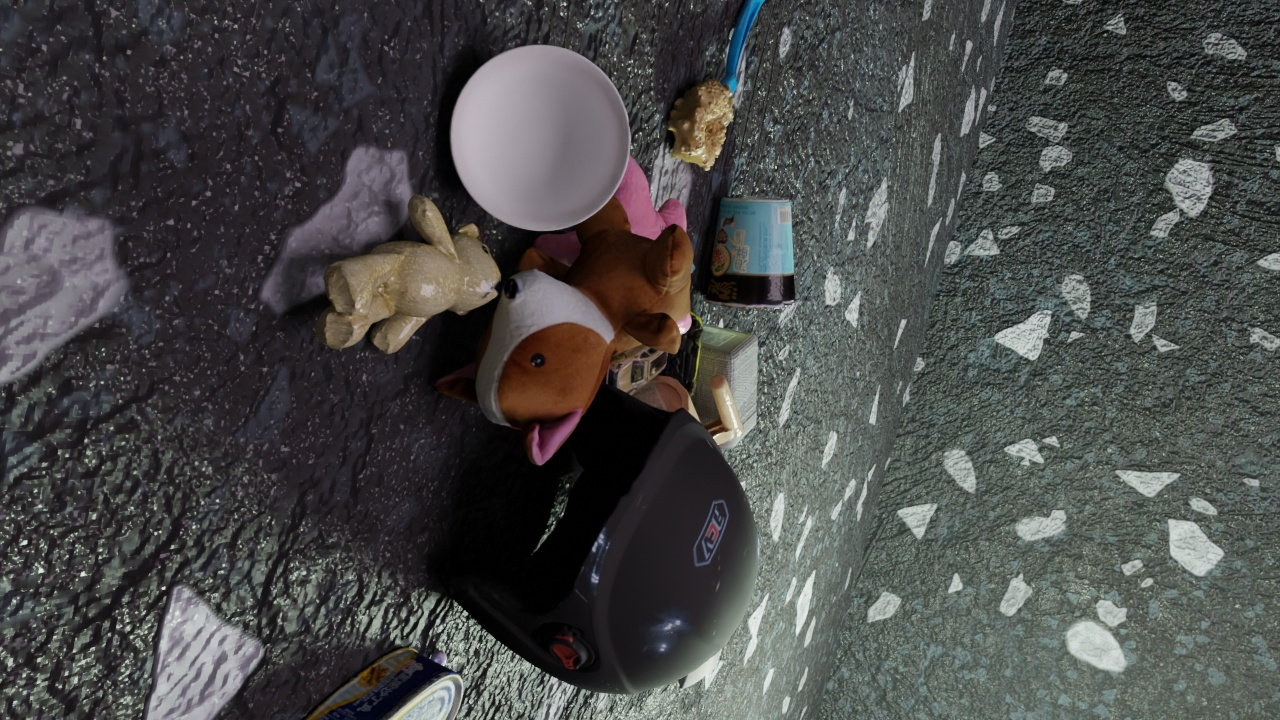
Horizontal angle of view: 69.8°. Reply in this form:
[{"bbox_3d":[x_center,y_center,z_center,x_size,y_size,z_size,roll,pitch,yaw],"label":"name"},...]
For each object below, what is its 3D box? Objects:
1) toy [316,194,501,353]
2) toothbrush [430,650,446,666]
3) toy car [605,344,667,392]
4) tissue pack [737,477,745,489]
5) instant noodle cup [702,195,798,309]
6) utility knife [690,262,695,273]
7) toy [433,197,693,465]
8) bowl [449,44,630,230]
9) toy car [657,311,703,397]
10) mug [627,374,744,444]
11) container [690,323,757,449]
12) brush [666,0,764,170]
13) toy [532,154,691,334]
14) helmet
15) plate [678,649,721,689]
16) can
[{"bbox_3d":[-0.139,-0.046,0.560,0.157,0.066,0.105,-34,140,-64],"label":"toy"},{"bbox_3d":[-0.198,0.321,0.725,0.189,0.029,0.021,-67,-165,-17],"label":"toothbrush"},{"bbox_3d":[-0.005,0.005,0.918,0.090,0.035,0.042,-34,134,-51],"label":"toy car"},{"bbox_3d":[0.073,0.198,1.137,0.063,0.090,0.140,-1,106,-68],"label":"tissue pack"},{"bbox_3d":[0.127,-0.126,1.048,0.111,0.111,0.120,-22,116,-60],"label":"instant noodle cup"},{"bbox_3d":[0.009,-0.054,0.928,0.206,0.021,0.031,-39,142,-41],"label":"utility knife"},{"bbox_3d":[-0.049,-0.027,0.656,0.199,0.140,0.130,-47,137,-14],"label":"toy"},{"bbox_3d":[-0.071,-0.150,0.627,0.065,0.118,0.118,-133,-126,-72],"label":"bowl"},{"bbox_3d":[0.041,-0.004,0.997,0.032,0.048,0.105,-46,145,-66],"label":"toy car"},{"bbox_3d":[0.043,0.068,0.965,0.103,0.124,0.084,65,3,-53],"label":"mug"},{"bbox_3d":[0.083,0.026,1.056,0.090,0.090,0.114,-37,134,-54],"label":"container"},{"bbox_3d":[0.088,-0.298,0.929,0.254,0.046,0.083,-67,151,-23],"label":"brush"},{"bbox_3d":[-0.018,-0.091,0.782,0.194,0.075,0.178,-18,107,-48],"label":"toy"},{"bbox_3d":[-0.011,0.158,0.767,0.232,0.230,0.276,-57,-170,-32],"label":"helmet"},{"bbox_3d":[0.073,0.220,0.981,0.265,0.034,0.162,-81,-178,-55],"label":"plate"},{"bbox_3d":[-0.193,0.270,0.665,0.147,0.049,0.075,-29,130,-57],"label":"can"}]
